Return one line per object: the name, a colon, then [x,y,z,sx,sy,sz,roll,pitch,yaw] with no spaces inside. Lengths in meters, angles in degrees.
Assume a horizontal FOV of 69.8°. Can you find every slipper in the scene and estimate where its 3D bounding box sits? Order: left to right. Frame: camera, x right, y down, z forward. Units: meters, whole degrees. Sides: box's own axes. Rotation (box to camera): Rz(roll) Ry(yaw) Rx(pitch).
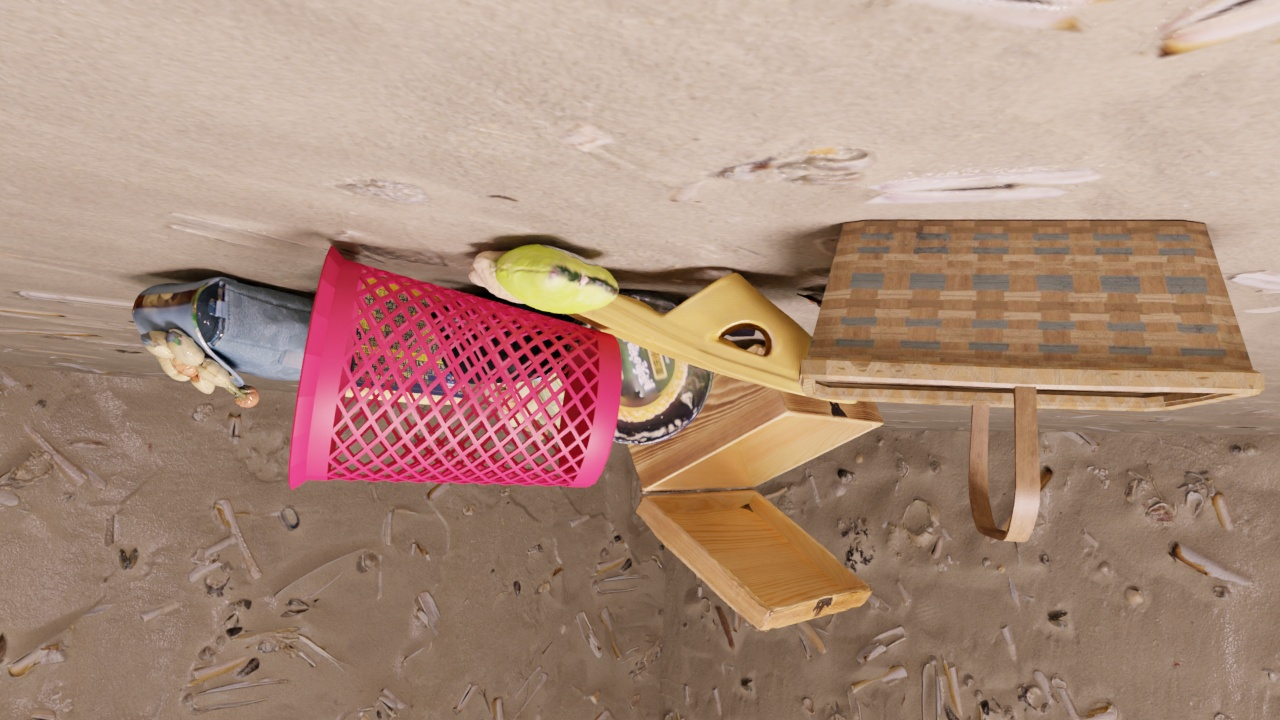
slipper: [0.054,-0.033,0.737,0.263,0.078,0.099,19,176,8]

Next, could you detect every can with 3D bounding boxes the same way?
can: [-0.229,-0.016,0.864,0.075,0.104,0.135,-3,171,42]

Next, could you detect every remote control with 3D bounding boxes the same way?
remote control: [0.077,-0.040,0.896,0.032,0.015,0.136,0,173,26]

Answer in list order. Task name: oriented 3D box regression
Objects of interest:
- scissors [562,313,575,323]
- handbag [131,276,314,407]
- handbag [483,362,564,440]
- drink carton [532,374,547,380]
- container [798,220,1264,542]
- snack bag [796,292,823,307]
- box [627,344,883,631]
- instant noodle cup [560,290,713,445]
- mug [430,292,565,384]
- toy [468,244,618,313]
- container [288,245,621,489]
scissors: [-0.050,-0.040,0.952,0.128,0.019,0.140,2,172,12]
handbag: [-0.385,-0.015,0.894,0.122,0.118,0.191,-1,167,31]
handbag: [-0.122,0.047,1.169,0.113,0.116,0.186,-7,135,42]
drink carton: [-0.125,-0.013,1.023,0.040,0.064,0.130,-2,175,-9]
container: [0.227,0.018,0.580,0.250,0.186,0.157,2,174,11]
snack bag: [0.211,-0.035,0.787,0.157,0.013,0.057,10,-169,-28]
box: [0.163,0.189,1.186,0.283,0.315,0.278,-31,158,32]
instant noodle cup: [-0.005,0.005,0.868,0.137,0.137,0.112,3,-178,-2]
mug: [-0.137,-0.026,0.836,0.095,0.085,0.121,-3,164,41]
toy: [-0.077,-0.060,0.673,0.115,0.046,0.092,7,177,41]
container: [-0.140,0.023,0.719,0.225,0.183,0.183,10,172,-15]
